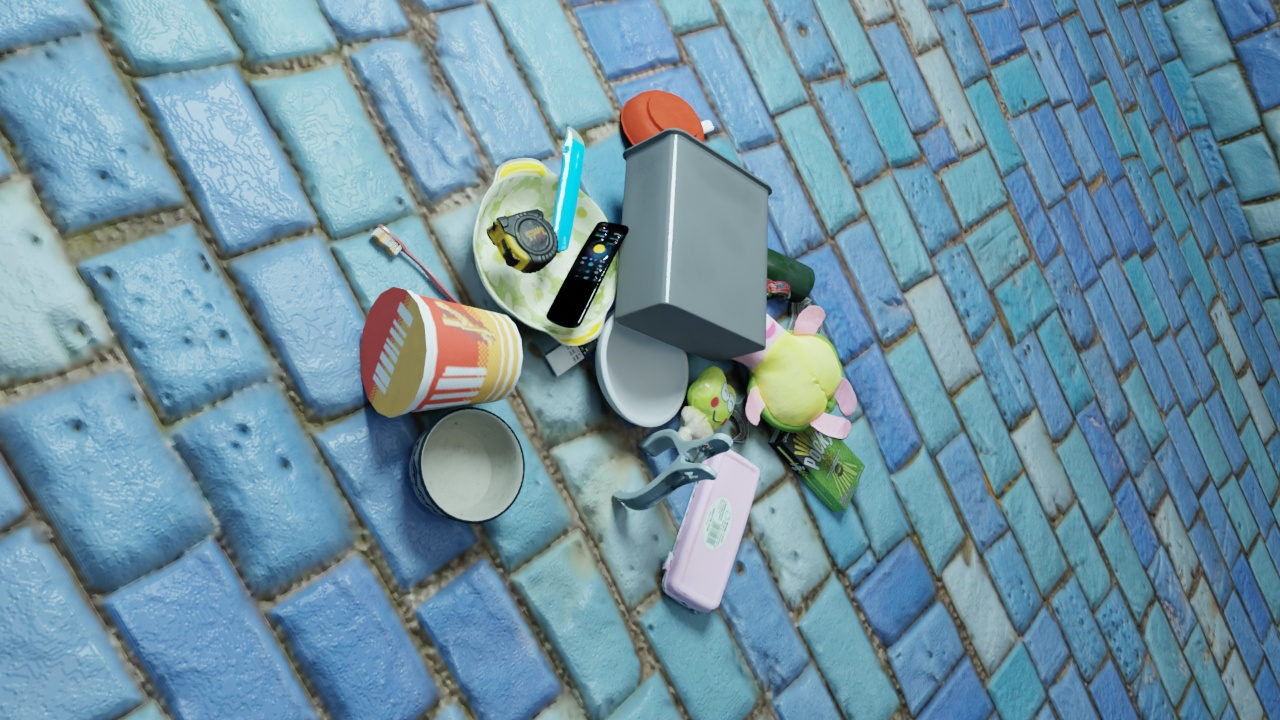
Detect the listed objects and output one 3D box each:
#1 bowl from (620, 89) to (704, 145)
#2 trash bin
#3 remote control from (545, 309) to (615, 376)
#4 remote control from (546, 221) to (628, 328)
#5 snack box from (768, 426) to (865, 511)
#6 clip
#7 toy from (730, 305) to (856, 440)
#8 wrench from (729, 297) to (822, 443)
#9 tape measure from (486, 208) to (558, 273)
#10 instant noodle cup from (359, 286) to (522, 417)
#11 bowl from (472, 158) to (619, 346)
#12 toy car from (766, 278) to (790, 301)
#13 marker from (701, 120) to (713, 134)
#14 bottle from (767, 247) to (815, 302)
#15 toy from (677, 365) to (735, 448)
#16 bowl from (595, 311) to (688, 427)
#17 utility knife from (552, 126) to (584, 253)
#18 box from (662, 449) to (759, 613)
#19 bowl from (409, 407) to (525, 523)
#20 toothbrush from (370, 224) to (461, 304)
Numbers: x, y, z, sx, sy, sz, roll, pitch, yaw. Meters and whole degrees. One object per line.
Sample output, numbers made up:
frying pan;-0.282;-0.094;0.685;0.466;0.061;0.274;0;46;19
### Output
bowl;0.036;-0.310;1.201;0.122;0.035;0.121;15;56;-23
trash bin;0.067;-0.133;1.102;0.191;0.098;0.219;21;65;-41
remote control;-0.064;-0.022;1.084;0.124;0.012;0.028;-37;101;-37
remote control;-0.057;-0.097;1.021;0.020;0.041;0.151;75;34;-54
snack box;0.246;0.131;1.270;0.147;0.025;0.080;46;55;-19
clip;0.045;0.097;1.045;0.029;0.172;0.142;42;47;-23
toy;0.191;0.013;1.204;0.238;0.088;0.189;38;74;-12
wrench;0.182;0.009;1.264;0.070;0.010;0.272;50;55;-16
tape measure;-0.121;-0.125;0.977;0.067;0.038;0.062;-26;86;-41
instant noodle cup;-0.195;-0.006;0.920;0.121;0.124;0.123;3;76;-44
bowl;-0.116;-0.116;1.040;0.188;0.060;0.219;-21;92;-39
toy car;0.159;-0.093;1.221;0.042;0.091;0.036;4;89;-36
marker;0.051;-0.302;1.240;0.133;0.020;0.017;-29;133;-38
bottle;0.158;-0.133;1.257;0.174;0.055;0.055;21;66;-27
toy;0.079;0.067;1.142;0.115;0.046;0.092;-58;145;-19
bowl;-0.006;0.006;1.096;0.149;0.043;0.149;10;76;-45
utility knife;-0.084;-0.190;1.035;0.031;0.015;0.158;19;68;-30
box;0.084;0.204;1.124;0.086;0.045;0.201;33;61;-20
bowl;-0.182;0.109;0.930;0.115;0.059;0.115;11;72;-35
toothbrush;-0.214;-0.076;0.985;0.184;0.015;0.015;44;59;-21
